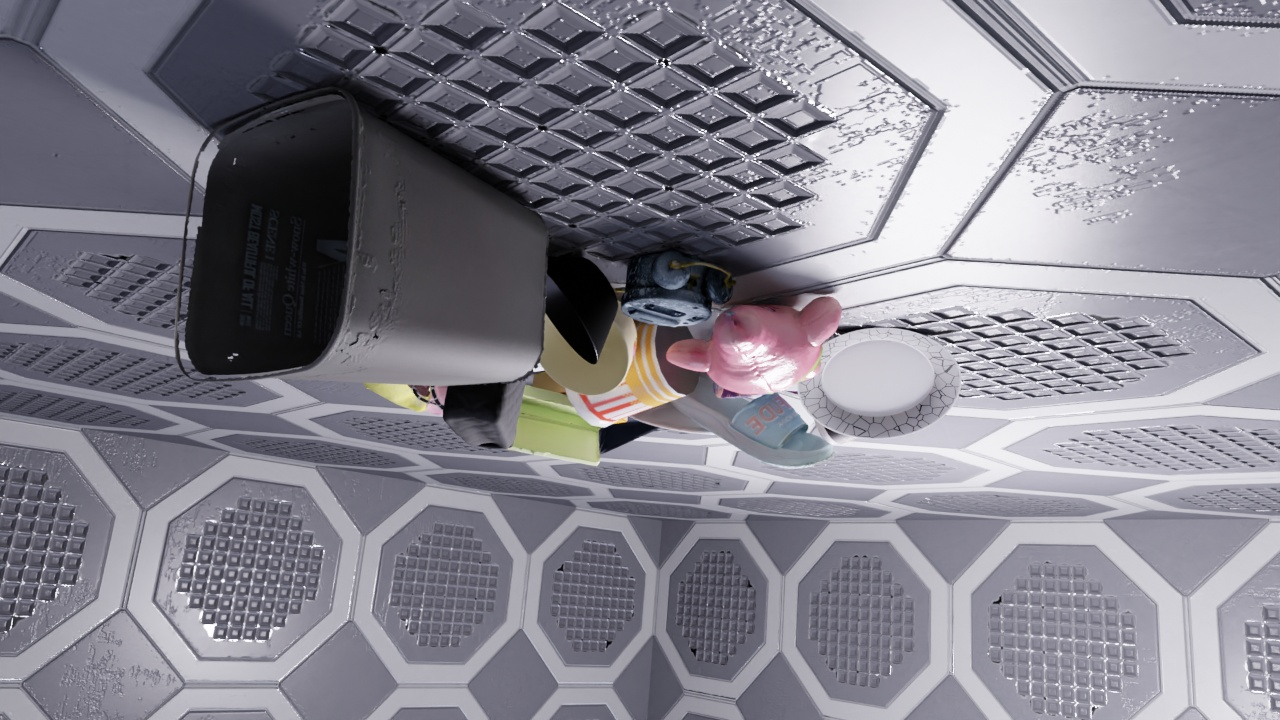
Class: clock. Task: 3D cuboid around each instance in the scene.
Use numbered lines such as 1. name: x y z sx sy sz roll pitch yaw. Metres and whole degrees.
1. clock: 0.034 -0.069 0.880 0.090 0.052 0.130 14 164 -32

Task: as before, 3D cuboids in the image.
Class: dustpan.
1. dustpan: -0.108 0.115 1.589 0.274 0.080 0.236 -4 163 33

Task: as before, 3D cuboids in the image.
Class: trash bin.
1. trash bin: -0.201 -0.069 0.717 0.198 0.197 0.219 -4 170 34

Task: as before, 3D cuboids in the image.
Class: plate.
1. plate: 0.069 0.082 1.353 0.208 0.015 0.208 7 -168 -2
2. plate: 0.284 0.026 1.101 0.188 0.016 0.189 6 135 5

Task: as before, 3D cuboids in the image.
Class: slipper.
1. slipper: 0.148 0.071 1.250 0.245 0.074 0.103 28 -154 21

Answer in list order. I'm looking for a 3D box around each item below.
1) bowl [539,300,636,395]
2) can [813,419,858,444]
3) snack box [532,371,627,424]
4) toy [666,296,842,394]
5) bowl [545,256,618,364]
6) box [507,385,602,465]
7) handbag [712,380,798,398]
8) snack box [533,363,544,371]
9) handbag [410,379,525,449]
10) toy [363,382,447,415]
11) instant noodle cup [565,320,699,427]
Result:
1. bowl: -0.050 -0.031 0.995 0.118 0.118 0.073 -3 -154 30
2. can: 0.295 0.059 1.195 0.129 0.071 0.071 -26 151 32
3. snack box: -0.090 0.057 1.379 0.088 0.040 0.125 -11 150 33
4. toy: 0.118 -0.017 0.955 0.192 0.096 0.236 -15 165 15
5. bowl: -0.058 -0.062 0.891 0.052 0.124 0.124 -35 173 -14
6. box: -0.136 0.079 1.322 0.188 0.091 0.083 12 131 -18
7. handbag: 0.180 0.021 1.187 0.145 0.068 0.169 -8 167 43
8. snack box: -0.218 -0.005 1.233 0.168 0.027 0.132 -8 164 17
9. handbag: -0.193 0.024 1.082 0.115 0.153 0.125 0 151 6
10. toy: -0.295 0.007 1.122 0.238 0.087 0.190 24 169 -22
11. instant noodle cup: -0.006 0.006 1.074 0.121 0.123 0.123 -14 158 33
